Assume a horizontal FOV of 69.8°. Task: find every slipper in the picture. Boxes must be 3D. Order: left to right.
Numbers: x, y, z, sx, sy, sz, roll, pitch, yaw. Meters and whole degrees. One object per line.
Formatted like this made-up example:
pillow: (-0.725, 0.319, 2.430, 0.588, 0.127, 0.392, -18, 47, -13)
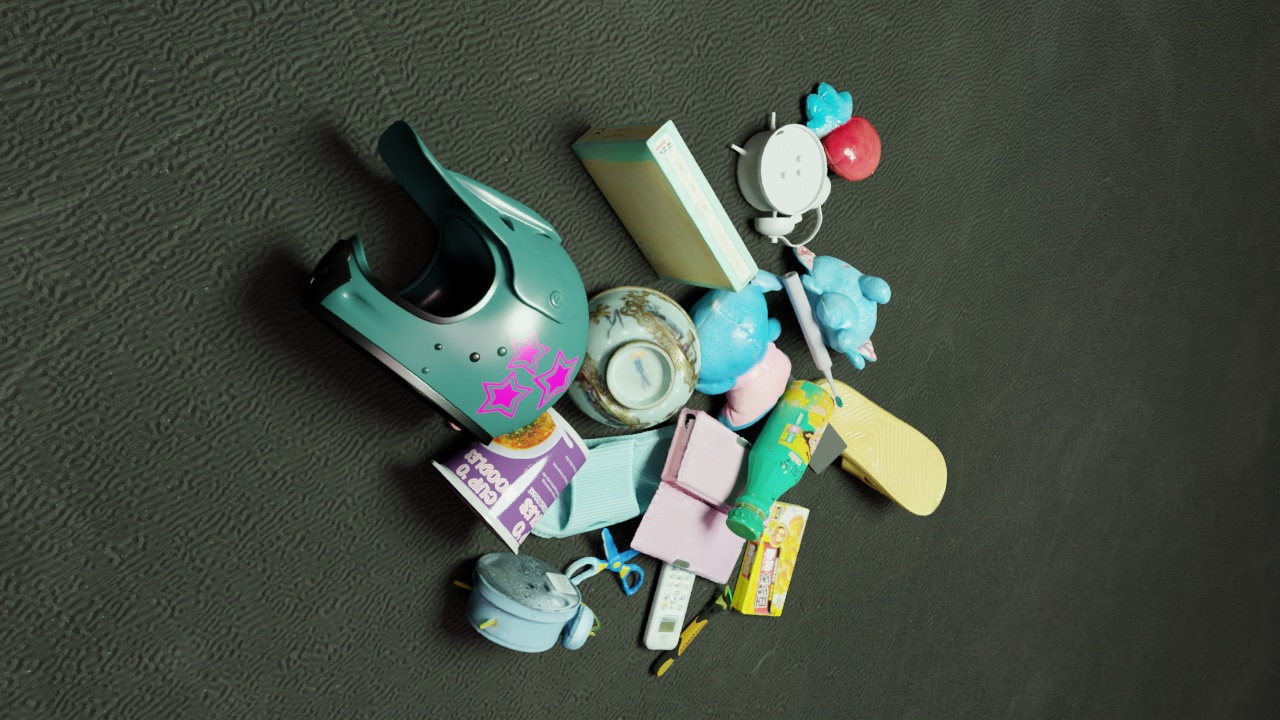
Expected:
slipper: (-0.018, 0.136, 1.045, 0.275, 0.069, 0.116, -11, 108, -34)
slipper: (0.317, 0.114, 1.272, 0.263, 0.078, 0.099, 36, 84, -17)

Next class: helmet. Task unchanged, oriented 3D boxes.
helmet: (-0.161, -0.065, 0.834, 0.275, 0.177, 0.200, 44, 76, -33)

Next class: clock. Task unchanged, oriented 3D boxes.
clock: (-0.111, 0.257, 0.973, 0.162, 0.118, 0.060, 17, 100, -30)
clock: (0.180, -0.213, 1.115, 0.119, 0.061, 0.159, -41, 118, -22)

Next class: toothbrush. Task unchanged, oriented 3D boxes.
toothbrush: (0.209, -0.021, 1.095, 0.018, 0.019, 0.188, -29, 113, -7)

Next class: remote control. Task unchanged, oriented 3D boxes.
remote control: (0.037, 0.293, 1.141, 0.050, 0.022, 0.133, 14, 91, -37)
remote control: (0.209, 0.081, 1.194, 0.058, 0.013, 0.133, -41, 102, -8)

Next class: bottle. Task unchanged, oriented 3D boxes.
bottle: (0.165, 0.120, 1.104, 0.068, 0.068, 0.209, 52, 55, -30)

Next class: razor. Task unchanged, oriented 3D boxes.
razor: (0.067, 0.348, 1.174, 0.144, 0.021, 0.044, -42, 144, -21)

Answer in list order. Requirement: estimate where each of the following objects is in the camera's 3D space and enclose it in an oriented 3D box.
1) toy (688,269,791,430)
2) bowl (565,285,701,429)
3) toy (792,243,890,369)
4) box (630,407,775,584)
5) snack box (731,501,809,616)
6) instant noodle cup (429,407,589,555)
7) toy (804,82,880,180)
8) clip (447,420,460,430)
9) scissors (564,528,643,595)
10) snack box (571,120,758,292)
toy: (0.107, 0.000, 1.093, 0.223, 0.099, 0.191, -45, 131, -16)
bowl: (-0.006, 0.006, 0.972, 0.160, 0.094, 0.160, -2, 102, -8)
toy: (0.251, -0.068, 1.133, 0.115, 0.180, 0.183, -31, 98, 14)
box: (0.091, 0.174, 1.110, 0.232, 0.040, 0.179, 32, 76, -50)
snack box: (0.174, 0.265, 1.230, 0.075, 0.025, 0.152, 16, 90, -36)
instant noodle cup: (-0.125, 0.104, 0.920, 0.121, 0.122, 0.137, -43, 130, -16)
toy: (0.253, -0.285, 1.159, 0.133, 0.062, 0.092, 51, 52, -13)
clip: (-0.165, 0.060, 0.944, 0.059, 0.045, 0.023, -10, 102, -48)
scissors: (-0.032, 0.238, 1.074, 0.126, 0.013, 0.125, -26, 129, -16)
snack box: (0.025, -0.160, 0.968, 0.044, 0.142, 0.193, -46, 122, -18)
